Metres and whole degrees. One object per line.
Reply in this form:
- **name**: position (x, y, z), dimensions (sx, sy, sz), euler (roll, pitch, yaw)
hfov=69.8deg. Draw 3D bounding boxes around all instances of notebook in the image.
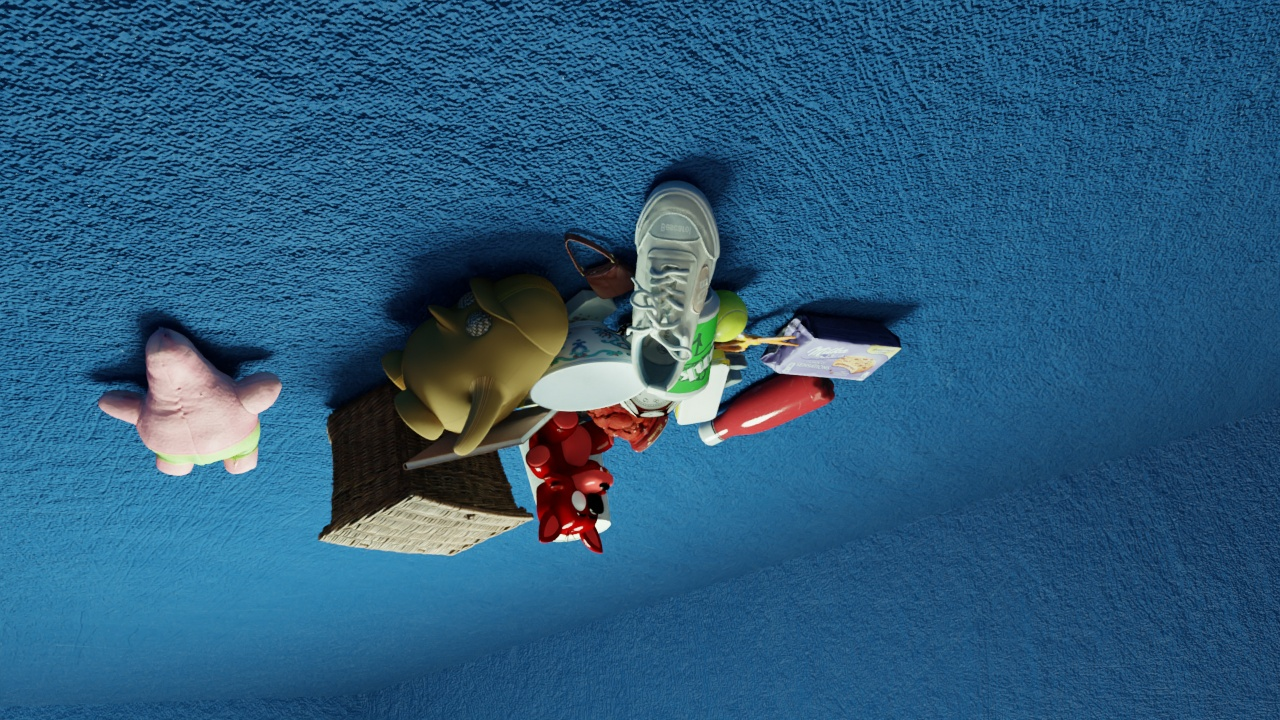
- **notebook**: position (-0.182, 0.087, 1.110), dimensions (0.141, 0.008, 0.209), euler (-13, -173, 10)

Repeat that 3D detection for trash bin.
- **trash bin**: position (-0.115, 0.196, 1.468), dimensions (0.133, 0.161, 0.133), euler (-12, 156, -5)

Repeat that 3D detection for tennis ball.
- **tennis ball**: position (0.102, -0.056, 1.152), dimensions (0.065, 0.065, 0.065), euler (-12, 156, -5)

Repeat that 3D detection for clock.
- **clock**: position (-0.007, 0.007, 1.201), dimensions (0.154, 0.065, 0.115), euler (25, 95, -34)

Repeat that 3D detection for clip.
- **clip**: position (0.077, 0.014, 1.343), dimensions (0.167, 0.028, 0.128), euler (-10, 154, -12)

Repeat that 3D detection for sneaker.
- **sneaker**: position (0.032, -0.066, 0.963), dimensions (0.089, 0.090, 0.243), euler (7, 128, 1)

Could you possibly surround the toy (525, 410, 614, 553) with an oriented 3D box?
- **toy**: position (-0.100, 0.174, 1.341), dimensions (0.121, 0.197, 0.158), euler (-17, 156, 25)

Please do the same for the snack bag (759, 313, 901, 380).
- **snack bag**: position (0.277, -0.022, 1.337), dimensions (0.205, 0.058, 0.097), euler (6, 145, -32)

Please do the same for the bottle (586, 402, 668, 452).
- **bottle**: position (-0.019, 0.062, 1.285), dimensions (0.111, 0.098, 0.099), euler (39, 135, -12)

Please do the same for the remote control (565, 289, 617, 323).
- **remote control**: position (-0.090, -0.044, 1.124), dimensions (0.049, 0.024, 0.144), euler (10, 145, -42)

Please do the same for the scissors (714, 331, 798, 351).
- **scissors**: position (0.154, -0.032, 1.256), dimensions (0.133, 0.012, 0.096), euler (-5, 158, 31)

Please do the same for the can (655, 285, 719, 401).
- **can**: position (0.046, -0.026, 1.107), dimensions (0.087, 0.087, 0.140), euler (-7, 129, -15)

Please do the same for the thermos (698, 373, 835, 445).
- **thermos**: position (0.197, 0.078, 1.491), dimensions (0.240, 0.073, 0.073), euler (-28, 153, 30)

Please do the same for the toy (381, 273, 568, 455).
- **toy**: position (-0.173, -0.015, 1.009), dimensions (0.203, 0.198, 0.162), euler (-39, 137, 7)

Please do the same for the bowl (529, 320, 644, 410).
- **bowl**: position (-0.065, -0.001, 1.100), dimensions (0.144, 0.074, 0.144), euler (-8, 157, -4)

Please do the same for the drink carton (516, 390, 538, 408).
- **drink carton**: position (-0.192, 0.035, 1.198), dimensions (0.134, 0.058, 0.043), euler (-7, 160, -15)

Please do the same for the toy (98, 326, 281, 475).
- **toy**: position (-0.503, 0.046, 1.024), dimensions (0.192, 0.096, 0.237), euler (-5, 141, -13)

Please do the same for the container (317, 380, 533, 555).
- **container**: position (-0.294, 0.145, 1.228), dimensions (0.162, 0.183, 0.249), euler (-25, 155, 21)

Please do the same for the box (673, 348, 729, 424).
- **box**: position (0.087, 0.041, 1.340), dimensions (0.064, 0.033, 0.210), euler (-11, 155, -7)

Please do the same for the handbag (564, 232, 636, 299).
- **handbag**: position (-0.050, -0.108, 1.011), dimensions (0.055, 0.029, 0.119), euler (-21, 150, 19)

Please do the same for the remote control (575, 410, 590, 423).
- **remote control**: position (-0.081, 0.063, 1.369), dimensions (0.151, 0.019, 0.074), euler (-32, 151, 34)
